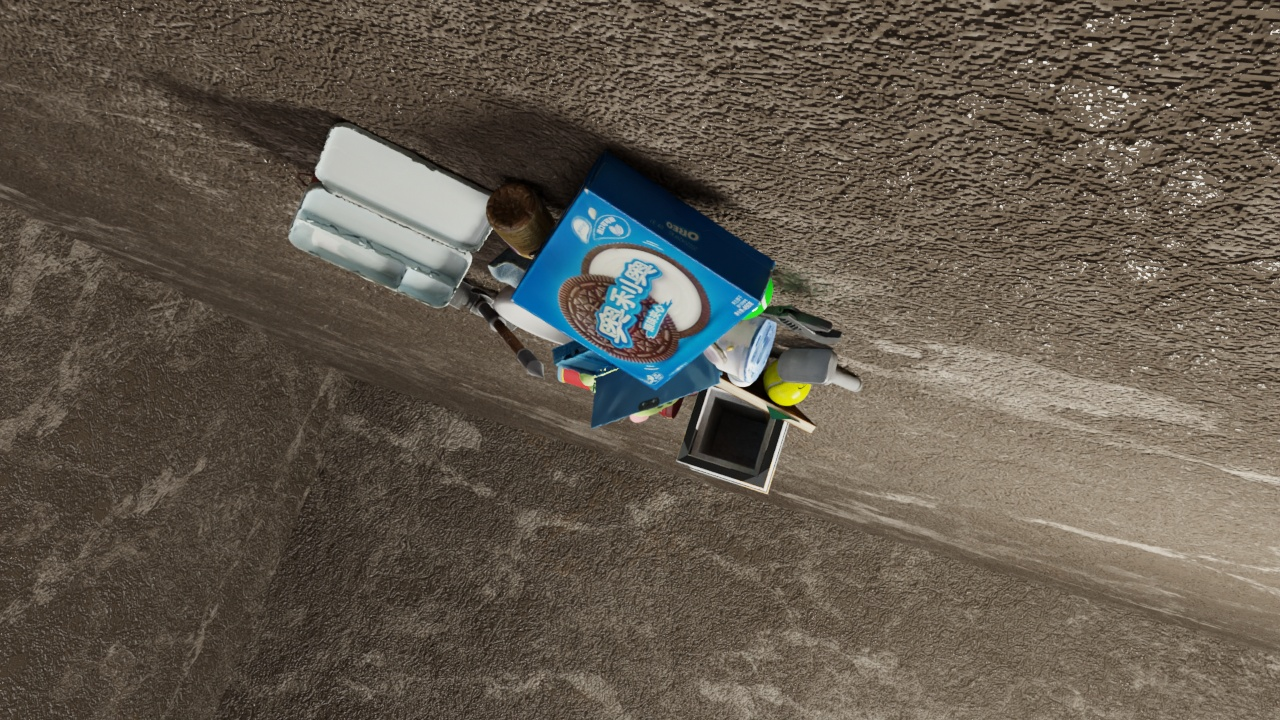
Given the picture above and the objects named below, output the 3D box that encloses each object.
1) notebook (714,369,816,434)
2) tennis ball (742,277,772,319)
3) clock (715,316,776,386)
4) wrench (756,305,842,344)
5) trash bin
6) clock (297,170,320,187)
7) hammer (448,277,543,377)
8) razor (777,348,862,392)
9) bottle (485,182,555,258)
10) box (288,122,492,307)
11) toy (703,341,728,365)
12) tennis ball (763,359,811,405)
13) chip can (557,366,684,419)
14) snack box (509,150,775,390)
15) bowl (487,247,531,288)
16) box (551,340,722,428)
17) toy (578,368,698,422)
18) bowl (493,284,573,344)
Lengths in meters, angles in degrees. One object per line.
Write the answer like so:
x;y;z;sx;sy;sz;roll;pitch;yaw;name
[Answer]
0.141;0.030;1.319;0.249;0.014;0.178;26;-167;-29;notebook
0.107;-0.076;0.968;0.065;0.065;0.065;19;168;4;tennis ball
0.133;-0.015;1.140;0.052;0.088;0.125;21;167;21;clock
0.111;-0.064;1.061;0.273;0.018;0.073;20;171;38;wrench
0.163;0.131;1.545;0.142;0.142;0.247;17;173;12;trash bin
-0.354;-0.193;1.147;0.157;0.072;0.121;20;168;-6;clock
-0.201;-0.041;1.366;0.156;0.043;0.322;28;-172;-35;hammer
0.255;0.020;1.229;0.116;0.047;0.088;19;171;-36;razor
-0.120;-0.142;1.044;0.060;0.059;0.166;16;169;17;bottle
-0.285;-0.164;1.066;0.209;0.045;0.192;22;128;-19;box
0.013;-0.067;1.073;0.194;0.084;0.159;22;150;51;toy
0.204;0.029;1.276;0.065;0.065;0.065;19;168;4;tennis ball
-0.030;0.030;1.595;0.213;0.087;0.087;17;168;14;chip can
-0.007;-0.079;0.931;0.195;0.056;0.240;32;148;-10;snack box
-0.134;-0.119;1.172;0.110;0.055;0.110;19;168;4;bowl
-0.007;0.009;1.211;0.232;0.111;0.094;-21;153;36;box
-0.006;0.019;1.467;0.150;0.107;0.197;-30;147;13;toy
-0.116;-0.075;1.309;0.176;0.066;0.177;19;168;4;bowl
